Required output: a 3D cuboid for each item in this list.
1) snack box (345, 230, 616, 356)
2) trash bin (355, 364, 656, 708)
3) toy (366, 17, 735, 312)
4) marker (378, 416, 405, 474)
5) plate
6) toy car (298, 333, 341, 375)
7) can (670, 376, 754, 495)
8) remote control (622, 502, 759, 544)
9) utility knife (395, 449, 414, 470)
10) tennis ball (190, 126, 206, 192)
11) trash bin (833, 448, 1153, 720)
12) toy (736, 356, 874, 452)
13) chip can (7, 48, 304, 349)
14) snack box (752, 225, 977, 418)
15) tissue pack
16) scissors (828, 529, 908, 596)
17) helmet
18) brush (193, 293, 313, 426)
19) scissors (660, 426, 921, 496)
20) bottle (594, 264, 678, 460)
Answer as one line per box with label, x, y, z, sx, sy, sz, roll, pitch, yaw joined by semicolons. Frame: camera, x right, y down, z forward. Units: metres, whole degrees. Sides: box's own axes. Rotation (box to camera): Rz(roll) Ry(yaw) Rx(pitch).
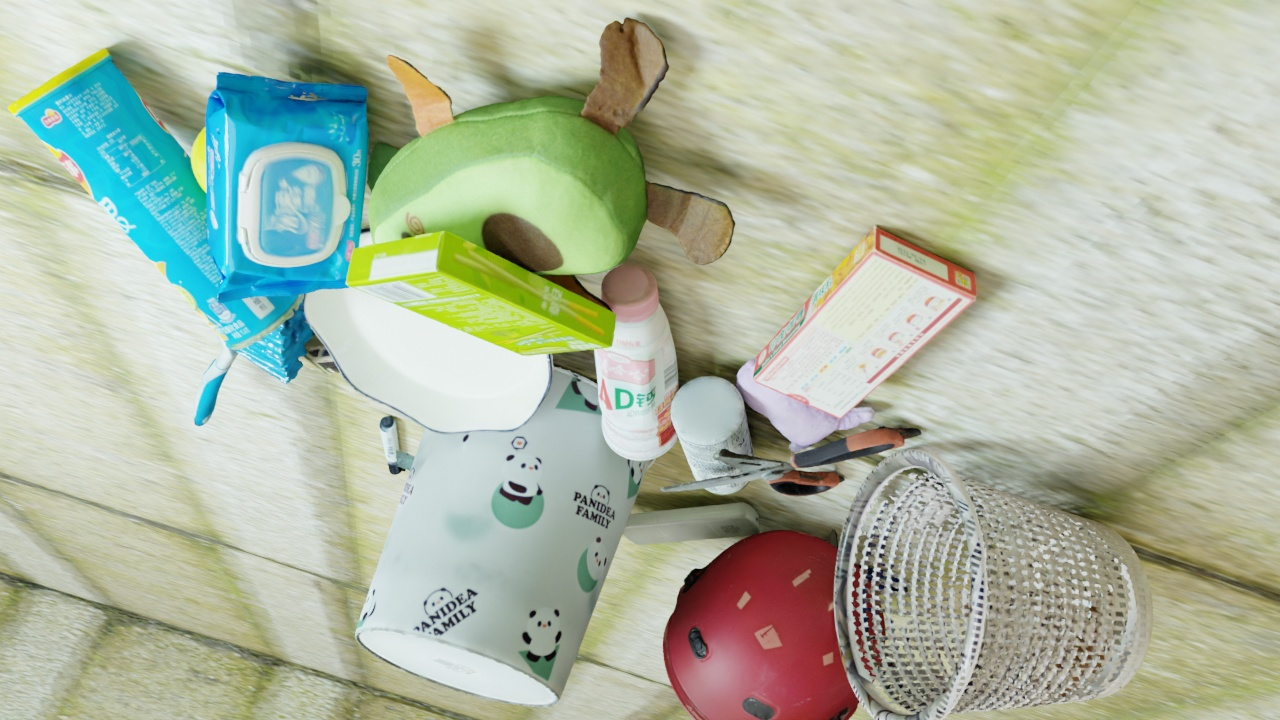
snack box;-0.096;-0.038;0.583;0.086;0.026;0.156;-4;162;38
trash bin;-0.123;0.162;0.840;0.230;0.251;0.230;12;149;7
toy;-0.073;-0.101;0.567;0.247;0.089;0.227;-10;133;30
marker;-0.280;0.097;1.037;0.022;0.018;0.131;-5;151;-14
plate;-0.161;-0.026;0.726;0.205;0.045;0.205;10;132;11
toy car;-0.294;-0.006;0.866;0.091;0.035;0.042;-1;142;31
can;0.064;0.067;0.774;0.058;0.058;0.147;7;157;15
remote control;0.052;0.174;0.982;0.150;0.021;0.058;-10;147;21
utility knife;-0.163;0.139;0.987;0.219;0.033;0.015;20;139;1
tennis ball;-0.270;-0.135;0.625;0.065;0.065;0.066;12;148;7
trash bin;0.298;0.199;0.771;0.192;0.227;0.228;10;150;-13
toy;0.124;0.032;0.730;0.084;0.038;0.108;-29;121;35
chip can;-0.333;-0.108;0.649;0.071;0.071;0.210;-8;128;33
snack box;0.148;-0.020;0.631;0.077;0.027;0.156;23;140;-11
tissue pack;-0.227;-0.105;0.592;0.094;0.052;0.157;-7;129;-33
scissors;0.219;0.230;1.021;0.176;0.012;0.163;20;147;-2
helmet;0.144;0.259;0.907;0.207;0.239;0.144;43;121;22
brush;-0.364;-0.008;0.848;0.109;0.060;0.315;25;138;-3
scissors;0.124;0.091;0.768;0.226;0.015;0.189;-12;158;-3
bottle;-0.004;0.004;0.722;0.068;0.068;0.197;9;145;11
